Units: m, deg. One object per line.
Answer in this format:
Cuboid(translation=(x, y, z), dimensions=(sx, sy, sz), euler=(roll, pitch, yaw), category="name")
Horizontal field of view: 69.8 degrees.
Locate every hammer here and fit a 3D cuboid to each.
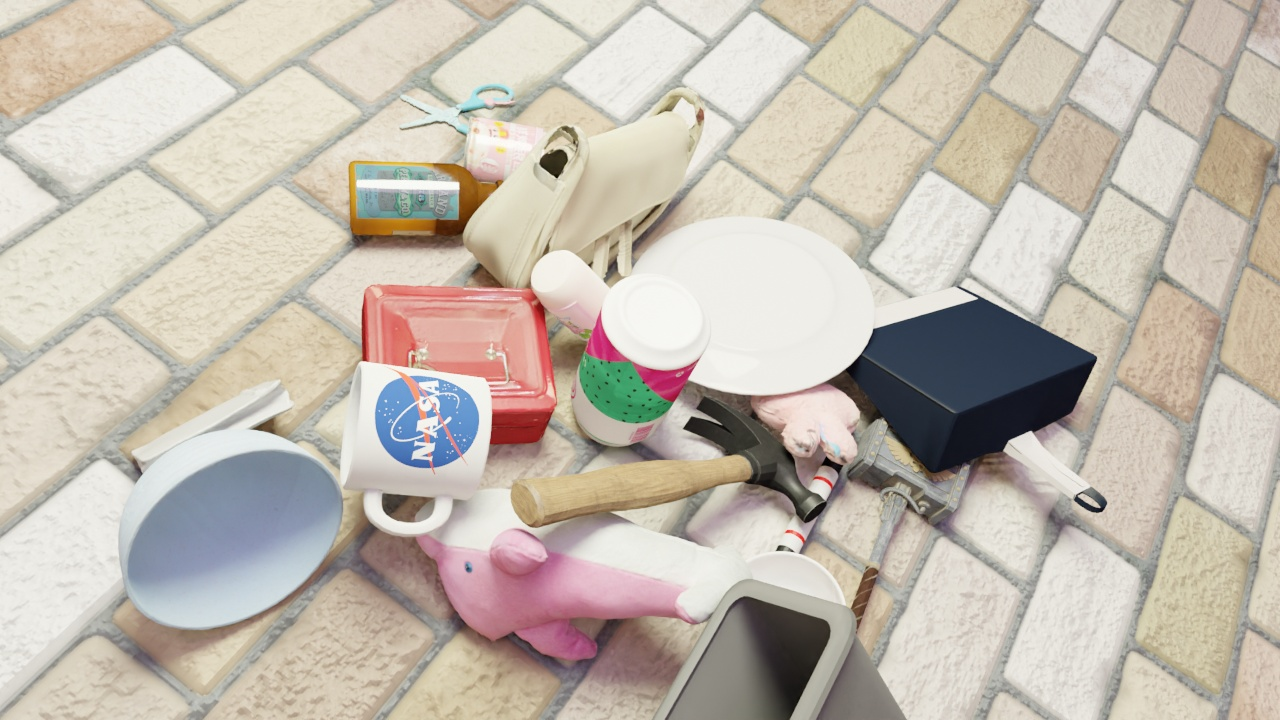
Cuboid(translation=(0.192, 0.201, 0.789), dimensions=(0.098, 0.044, 0.321), euler=(29, 59, 2), category="hammer")
Cuboid(translation=(0.021, 0.090, 0.721), dimensions=(0.304, 0.040, 0.132), euler=(-1, 40, -48), category="hammer")

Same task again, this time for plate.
Cuboid(translation=(0.107, -0.065, 0.892), dimensions=(0.242, 0.016, 0.242), euler=(0, 49, 0), category="plate")

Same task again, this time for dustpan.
Cuboid(translation=(0.338, 0.038, 0.891), dimensions=(0.235, 0.080, 0.273), euler=(-15, 37, -34), category="dustpan")

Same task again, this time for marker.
Cuboid(translation=(0.145, 0.143, 0.819), dimensions=(0.019, 0.019, 0.145), euler=(34, 57, 5), category="marker")

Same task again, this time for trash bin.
Cuboid(translation=(0.097, 0.287, 0.594), dimensions=(0.191, 0.098, 0.220), euler=(-54, 129, -28), category="trash bin")

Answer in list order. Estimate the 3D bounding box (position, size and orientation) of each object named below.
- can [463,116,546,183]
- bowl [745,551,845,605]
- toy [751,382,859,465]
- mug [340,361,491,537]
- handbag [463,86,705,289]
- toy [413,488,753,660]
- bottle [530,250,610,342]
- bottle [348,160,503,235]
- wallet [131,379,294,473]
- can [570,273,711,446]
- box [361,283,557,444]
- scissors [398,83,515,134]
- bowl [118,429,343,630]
Cuboid(translation=(-0.136, -0.204, 0.917), dimensions=(0.076, 0.067, 0.067), euler=(8, 58, -10), category="can")
Cuboid(translation=(0.114, 0.212, 0.737), dimensions=(0.105, 0.054, 0.104), euler=(-8, 51, 9), category="bowl")
Cuboid(translation=(0.156, 0.055, 0.841), dimensions=(0.108, 0.053, 0.105), euler=(15, 28, -14), category="toy")
Cuboid(translation=(-0.164, 0.066, 0.661), dimensions=(0.090, 0.091, 0.121), euler=(9, 70, -23), category="mug")
Cuboid(translation=(-0.030, -0.145, 0.856), dimensions=(0.132, 0.185, 0.228), euler=(44, 43, 9), category="handbag")
Cuboid(translation=(-0.050, 0.170, 0.692), dimensions=(0.266, 0.186, 0.128), euler=(7, 95, 13), category="toy")
Cuboid(translation=(-0.042, -0.043, 0.821), dimensions=(0.051, 0.146, 0.051), euler=(-14, 57, 24), category="bottle")
Cuboid(translation=(-0.194, -0.153, 0.869), dimensions=(0.156, 0.068, 0.067), euler=(-2, 61, -17), category="bottle")
Cuboid(translation=(-0.328, 0.055, 0.708), dimensions=(0.116, 0.086, 0.032), euler=(-34, 109, -25), category="wallet")
Cuboid(translation=(-0.005, 0.004, 0.771), dimensions=(0.088, 0.166, 0.088), euler=(7, 58, -12), category="can")
Cuboid(translation=(-0.155, 0.004, 0.776), dimensions=(0.158, 0.087, 0.129), euler=(0, 59, -17), category="box")
Cuboid(translation=(-0.183, -0.249, 0.966), dimensions=(0.136, 0.015, 0.126), euler=(-25, 69, -21), category="scissors")
Cuboid(translation=(-0.297, 0.107, 0.651), dimensions=(0.150, 0.151, 0.075), euler=(-31, 48, -29), category="bowl")
